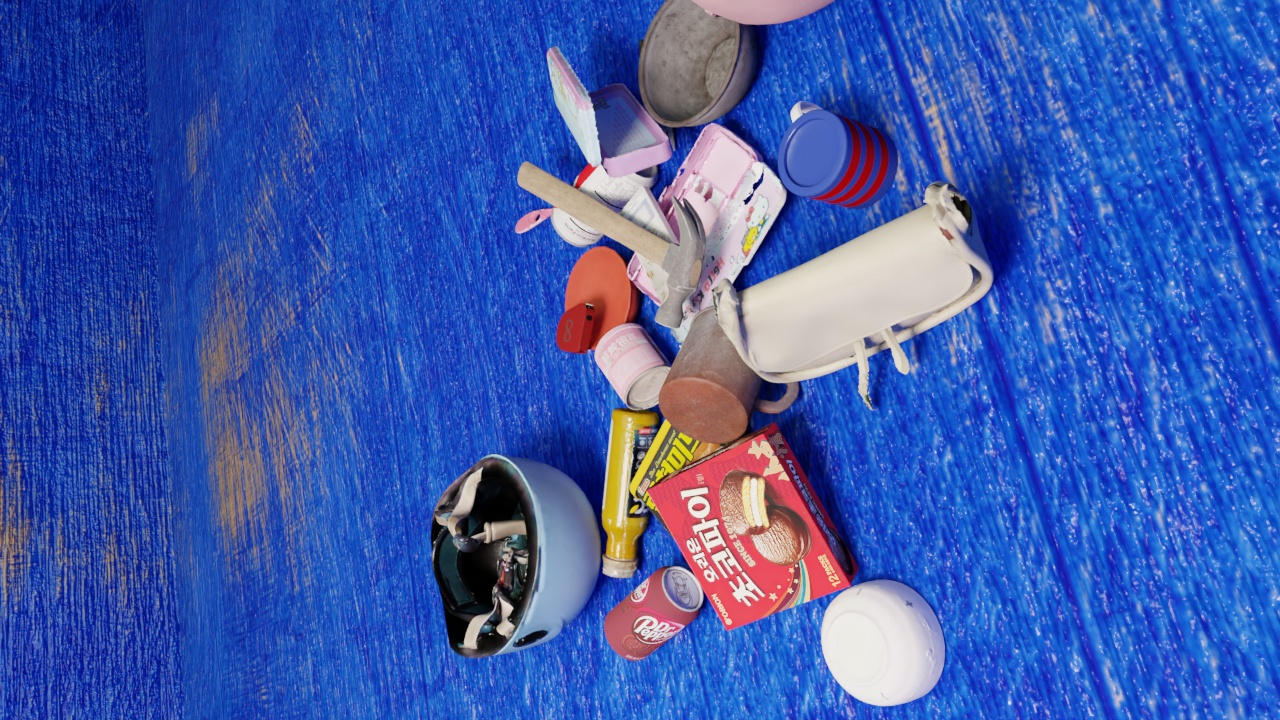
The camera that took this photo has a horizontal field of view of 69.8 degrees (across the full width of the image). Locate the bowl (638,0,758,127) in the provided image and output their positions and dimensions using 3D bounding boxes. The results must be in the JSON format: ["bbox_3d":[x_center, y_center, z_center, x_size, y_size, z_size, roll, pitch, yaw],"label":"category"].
[{"bbox_3d":[0.070,-0.308,0.949,0.145,0.067,0.145,-4,85,49],"label":"bowl"}]

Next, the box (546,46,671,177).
[{"bbox_3d":[-0.042,-0.282,0.992,0.214,0.090,0.093,-115,6,-54],"label":"box"}]

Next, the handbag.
[{"bbox_3d":[0.176,-0.040,0.742,0.230,0.183,0.132,-25,71,27],"label":"handbag"}]

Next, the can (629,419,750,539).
[{"bbox_3d":[0.063,0.118,0.930,0.101,0.072,0.131,47,121,36],"label":"can"}]

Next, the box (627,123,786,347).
[{"bbox_3d":[0.071,-0.127,0.953,0.155,0.058,0.202,52,125,34],"label":"box"}]

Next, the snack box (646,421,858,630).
[{"bbox_3d":[0.101,0.154,0.843,0.133,0.035,0.152,-30,90,29],"label":"snack box"}]

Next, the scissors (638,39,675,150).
[{"bbox_3d":[0.024,-0.315,1.039,0.120,0.019,0.151,40,119,42],"label":"scissors"}]

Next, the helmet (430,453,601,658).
[{"bbox_3d":[-0.137,0.220,1.074,0.266,0.166,0.225,-45,54,47],"label":"helmet"}]

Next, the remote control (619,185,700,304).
[{"bbox_3d":[0.017,-0.117,0.960,0.050,0.011,0.135,-47,58,37],"label":"remote control"}]

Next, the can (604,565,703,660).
[{"bbox_3d":[0.014,0.270,0.982,0.114,0.063,0.063,-49,54,35],"label":"can"}]

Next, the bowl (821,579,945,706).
[{"bbox_3d":[0.199,0.242,0.782,0.105,0.054,0.105,-2,87,50],"label":"bowl"}]

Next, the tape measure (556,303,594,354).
[{"bbox_3d":[-0.076,-0.038,1.081,0.051,0.019,0.059,8,87,51],"label":"tape measure"}]

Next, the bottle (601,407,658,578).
[{"bbox_3d":[-0.014,0.148,1.029,0.053,0.053,0.186,10,95,49],"label":"bottle"}]

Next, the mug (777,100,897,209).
[{"bbox_3d":[0.168,-0.192,0.824,0.075,0.076,0.112,-46,55,37],"label":"mug"}]

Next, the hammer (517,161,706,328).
[{"bbox_3d":[-0.042,-0.155,1.003,0.331,0.030,0.119,37,116,44],"label":"hammer"}]

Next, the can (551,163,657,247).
[{"bbox_3d":[-0.043,-0.195,1.069,0.132,0.070,0.070,-40,59,40],"label":"can"}]

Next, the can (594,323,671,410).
[{"bbox_3d":[-0.006,0.006,1.017,0.076,0.067,0.067,54,126,35],"label":"can"}]

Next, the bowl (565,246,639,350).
[{"bbox_3d":[-0.039,-0.072,1.083,0.122,0.035,0.122,-4,85,49],"label":"bowl"}]

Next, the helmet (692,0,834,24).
[{"bbox_3d":[0.106,-0.408,0.826,0.255,0.229,0.153,51,168,25],"label":"helmet"}]

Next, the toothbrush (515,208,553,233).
[{"bbox_3d":[-0.129,-0.190,1.207,0.135,0.016,0.021,-13,78,47],"label":"toothbrush"}]

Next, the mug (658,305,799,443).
[{"bbox_3d":[0.089,0.020,0.872,0.123,0.110,0.096,21,144,8],"label":"mug"}]
